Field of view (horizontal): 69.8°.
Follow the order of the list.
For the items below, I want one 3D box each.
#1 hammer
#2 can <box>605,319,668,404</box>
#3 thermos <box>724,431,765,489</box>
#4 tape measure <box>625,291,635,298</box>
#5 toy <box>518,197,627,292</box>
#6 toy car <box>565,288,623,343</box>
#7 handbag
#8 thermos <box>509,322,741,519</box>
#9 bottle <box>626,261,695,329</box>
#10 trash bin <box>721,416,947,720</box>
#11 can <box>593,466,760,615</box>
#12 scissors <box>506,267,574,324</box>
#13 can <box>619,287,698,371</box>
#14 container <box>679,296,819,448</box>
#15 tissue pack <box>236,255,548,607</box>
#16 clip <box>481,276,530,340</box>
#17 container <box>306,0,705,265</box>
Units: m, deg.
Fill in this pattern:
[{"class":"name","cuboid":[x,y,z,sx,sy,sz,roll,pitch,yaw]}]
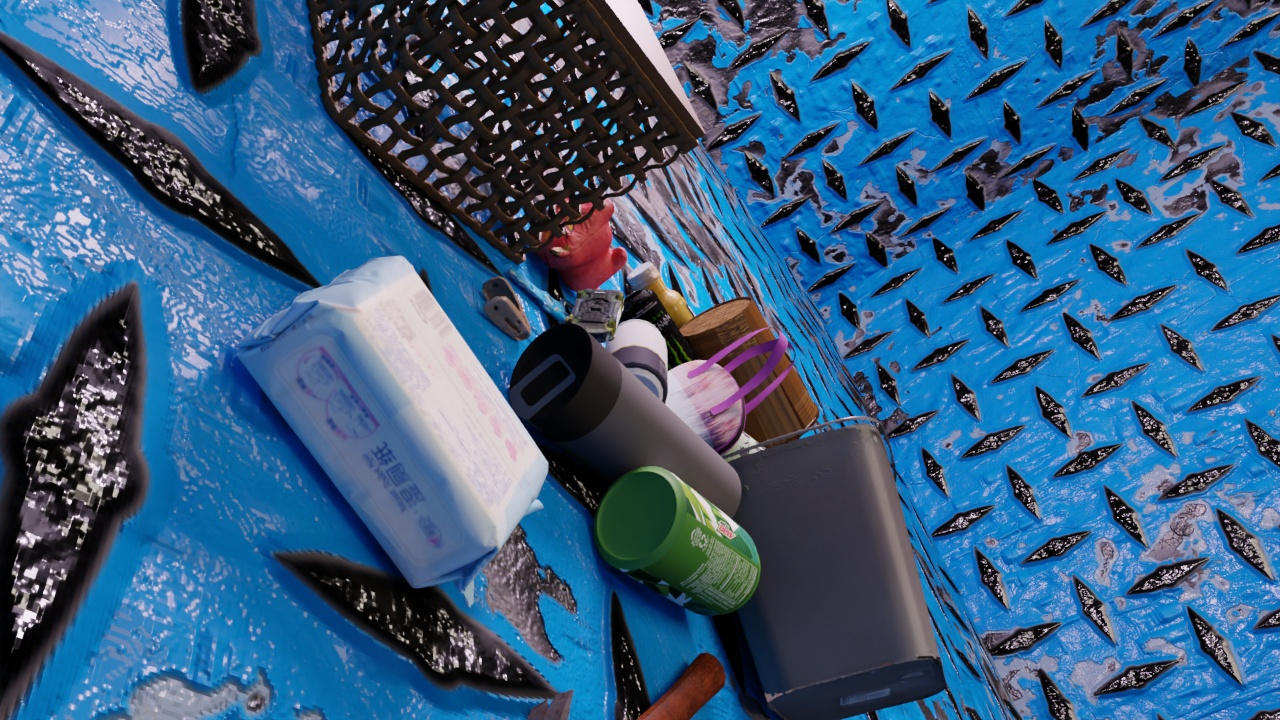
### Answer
[{"class":"hammer","cuboid":[0.006,0.240,0.590,0.111,0.028,0.300,63,16,11]},{"class":"can","cuboid":[-0.005,0.005,0.919,0.064,0.064,0.127,53,17,-21]},{"class":"thermos","cuboid":[0.130,0.142,1.028,0.231,0.082,0.082,37,26,-40]},{"class":"tape measure","cuboid":[0.014,-0.050,1.134,0.065,0.036,0.058,64,16,20]},{"class":"toy","cuboid":[-0.070,-0.098,0.952,0.093,0.088,0.133,-49,132,-40]},{"class":"toy car","cuboid":[-0.044,-0.040,0.891,0.105,0.048,0.033,-77,171,-63]},{"class":"handbag","cuboid":[0.080,0.030,0.921,0.068,0.170,0.144,47,8,-35]},{"class":"thermos","cuboid":[-0.007,0.067,0.767,0.240,0.082,0.082,44,22,-43]},{"class":"bottle","cuboid":[0.050,-0.044,1.200,0.186,0.053,0.053,54,17,-18]},{"class":"trash bin","cuboid":[0.177,0.208,0.871,0.197,0.197,0.219,56,18,-53]},{"class":"can","cuboid":[0.033,0.149,0.737,0.144,0.083,0.083,42,23,-46]},{"class":"scissors","cuboid":[-0.086,-0.052,0.881,0.135,0.015,0.066,38,29,-48]},{"class":"can","cuboid":[0.026,-0.018,1.077,0.137,0.054,0.053,56,16,-12]},{"class":"container","cuboid":[0.128,0.017,1.142,0.167,0.132,0.132,63,14,-14]},{"class":"tissue pack","cuboid":[-0.123,0.035,0.498,0.182,0.070,0.112,58,16,-11]},{"class":"clip","cuboid":[-0.112,-0.044,0.763,0.060,0.024,0.039,55,16,-53]},{"class":"container","cuboid":[-0.117,-0.273,0.810,0.251,0.214,0.219,38,26,-52]}]
